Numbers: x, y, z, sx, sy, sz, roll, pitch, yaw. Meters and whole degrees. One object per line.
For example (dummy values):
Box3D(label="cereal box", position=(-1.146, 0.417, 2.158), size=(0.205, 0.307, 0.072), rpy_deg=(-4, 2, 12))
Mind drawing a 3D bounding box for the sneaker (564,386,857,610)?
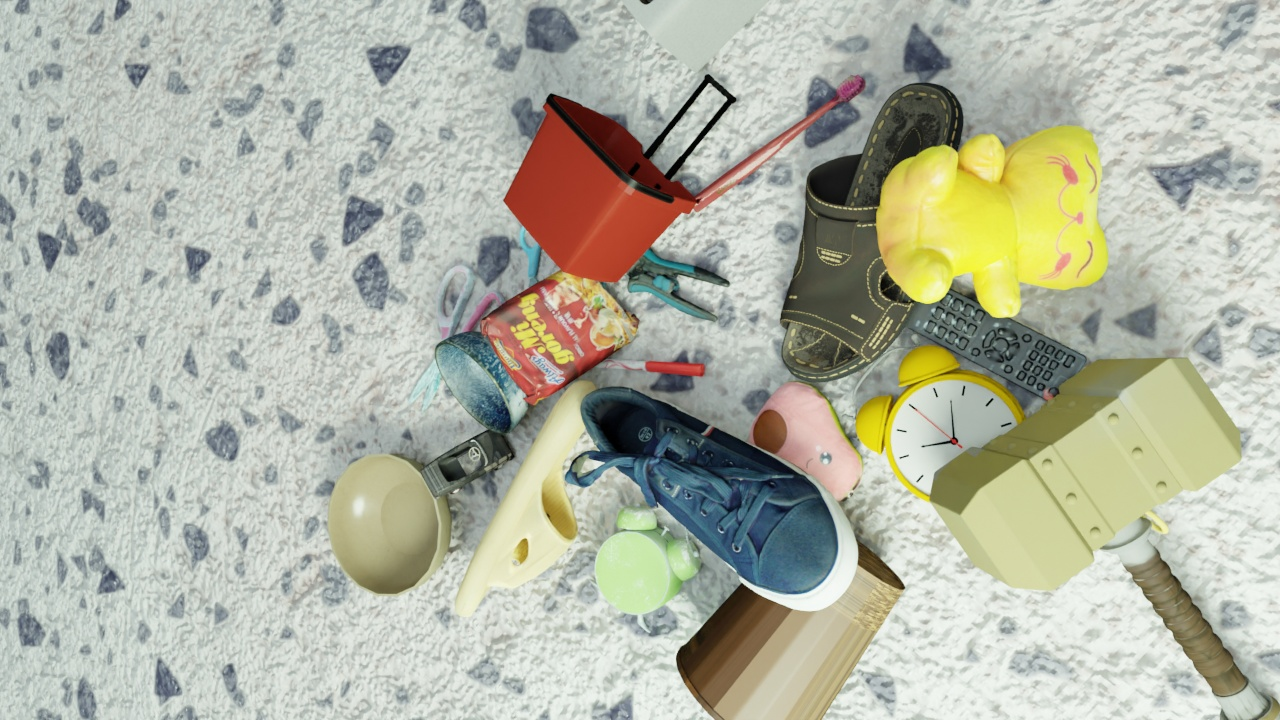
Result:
Box3D(label="sneaker", position=(0.043, 0.100, 0.759), size=(0.295, 0.127, 0.120), rpy_deg=(33, 88, 42))

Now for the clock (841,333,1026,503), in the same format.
Box3D(label="clock", position=(0.249, 0.056, 0.760), size=(0.152, 0.052, 0.114), rpy_deg=(42, 106, 15))

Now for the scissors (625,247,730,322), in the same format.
Box3D(label="scissors", position=(0.018, -0.075, 0.883), size=(0.128, 0.019, 0.142), rpy_deg=(-28, 77, 23))

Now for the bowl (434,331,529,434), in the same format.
Box3D(label="bowl", position=(-0.148, 0.013, 0.928), size=(0.114, 0.060, 0.115), rpy_deg=(34, 146, 26))

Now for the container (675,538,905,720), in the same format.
Box3D(label="container", position=(0.132, 0.226, 0.777), size=(0.132, 0.132, 0.167), rpy_deg=(38, 99, 20))

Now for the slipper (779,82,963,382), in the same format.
Box3D(label="slipper", position=(0.184, -0.107, 0.767), size=(0.113, 0.075, 0.268), rpy_deg=(29, 101, 42))

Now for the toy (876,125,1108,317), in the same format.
Box3D(label="toy", position=(0.268, -0.103, 0.698), size=(0.087, 0.193, 0.134), rpy_deg=(-174, 73, -66))

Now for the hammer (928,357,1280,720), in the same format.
Box3D(label="hammer", position=(0.385, 0.176, 0.666), size=(0.190, 0.100, 0.325), rpy_deg=(-35, 89, 1))

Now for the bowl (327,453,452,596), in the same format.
Box3D(label="bowl", position=(-0.263, 0.174, 0.993), size=(0.152, 0.050, 0.152), rpy_deg=(0, 90, 24))

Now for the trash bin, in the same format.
Box3D(label="trash bin", position=(0.008, -0.397, 0.834), size=(0.115, 0.114, 0.229), rpy_deg=(-41, 74, 19))

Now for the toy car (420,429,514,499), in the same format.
Box3D(label="toy car", position=(-0.179, 0.105, 0.946), size=(0.092, 0.037, 0.040), rpy_deg=(-29, 76, -14))

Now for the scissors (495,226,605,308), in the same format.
Box3D(label="scissors", position=(-0.100, -0.089, 0.941), size=(0.135, 0.015, 0.133), rpy_deg=(-18, 83, 21))

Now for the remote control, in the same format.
Box3D(label="remote control", position=(0.286, -0.019, 0.760), size=(0.150, 0.022, 0.047), rpy_deg=(32, 102, 19))

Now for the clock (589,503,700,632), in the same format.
Box3D(label="clock", position=(0.004, 0.194, 0.876), size=(0.094, 0.042, 0.119), rpy_deg=(35, 103, 19))

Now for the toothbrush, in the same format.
Box3D(label="toothbrush", position=(0.121, -0.197, 0.836), size=(0.190, 0.016, 0.016), rpy_deg=(-35, 77, 21))

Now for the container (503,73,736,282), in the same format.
Box3D(label="container", position=(-0.017, -0.185, 0.841), size=(0.148, 0.126, 0.201), rpy_deg=(50, 114, 26))

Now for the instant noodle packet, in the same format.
Box3D(label="instant noodle packet", position=(-0.077, -0.031, 0.880), size=(0.135, 0.040, 0.098), rpy_deg=(-34, 90, -19))

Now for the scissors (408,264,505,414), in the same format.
Box3D(label="scissors", position=(-0.216, -0.023, 0.995), size=(0.103, 0.016, 0.179), rpy_deg=(48, 112, 21))

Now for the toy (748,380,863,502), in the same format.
Box3D(label="toy", position=(0.149, 0.075, 0.804), size=(0.110, 0.051, 0.090), rpy_deg=(41, 109, 19))

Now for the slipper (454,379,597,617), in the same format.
Box3D(label="slipper", position=(-0.092, 0.143, 0.897), size=(0.079, 0.111, 0.261), rpy_deg=(28, 98, 0))

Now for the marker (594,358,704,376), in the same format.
Box3D(label="marker", position=(-0.005, 0.005, 0.897), size=(0.142, 0.012, 0.013), rpy_deg=(4, 91, 25))
